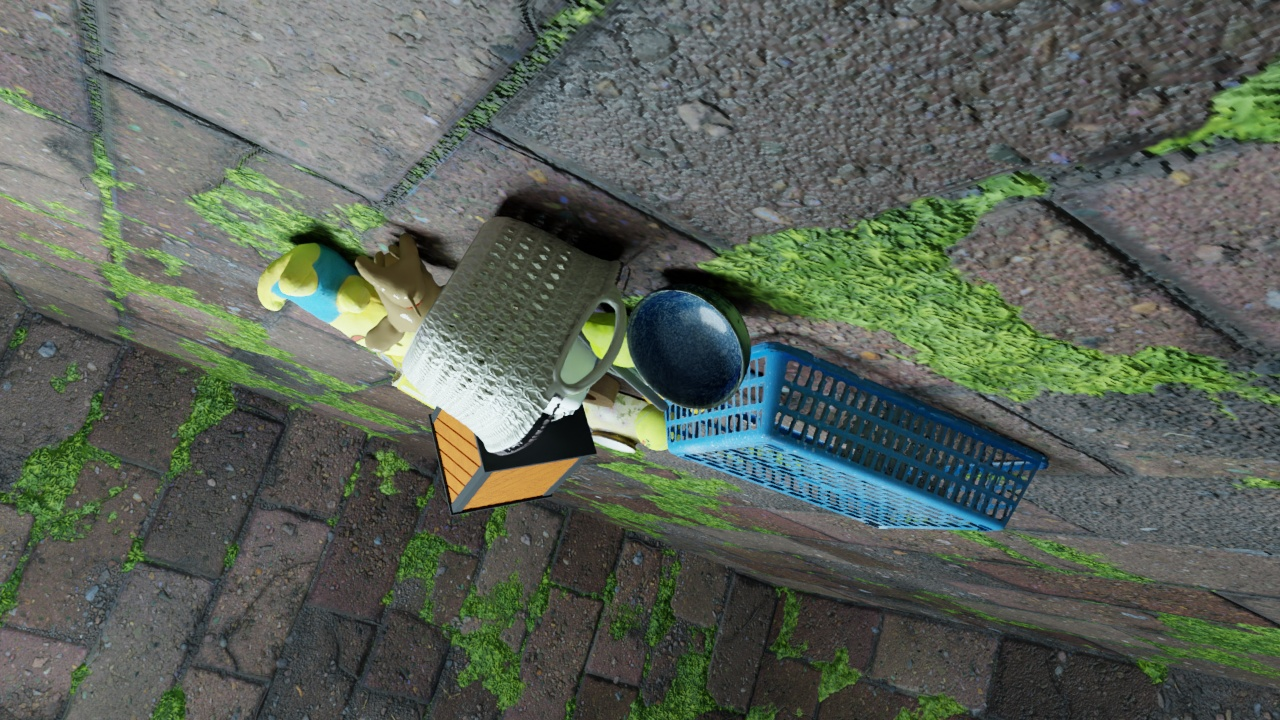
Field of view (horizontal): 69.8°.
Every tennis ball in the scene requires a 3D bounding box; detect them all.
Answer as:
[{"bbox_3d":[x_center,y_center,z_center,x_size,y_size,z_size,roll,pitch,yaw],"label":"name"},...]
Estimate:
[{"bbox_3d":[0.025,0.089,1.247,0.065,0.065,0.065,17,165,4],"label":"tennis ball"}]

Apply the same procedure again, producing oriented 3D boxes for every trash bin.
[{"bbox_3d":[-0.166,0.091,1.149,0.139,0.139,0.172,-7,158,-28],"label":"trash bin"}]

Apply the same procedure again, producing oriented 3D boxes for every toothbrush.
[{"bbox_3d":[-0.034,-0.001,0.994,0.167,0.012,0.013,41,169,-6],"label":"toothbrush"}]

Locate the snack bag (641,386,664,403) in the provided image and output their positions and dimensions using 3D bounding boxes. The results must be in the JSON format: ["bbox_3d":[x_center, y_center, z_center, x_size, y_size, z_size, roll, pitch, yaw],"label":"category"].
[{"bbox_3d":[0.027,0.040,1.128,0.020,0.026,0.099,58,162,-10],"label":"snack bag"}]

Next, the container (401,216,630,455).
[{"bbox_3d":[-0.117,-0.020,0.816,0.143,0.184,0.252,30,164,-12],"label":"container"}]

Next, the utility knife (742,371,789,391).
[{"bbox_3d":[0.080,0.007,0.990,0.175,0.015,0.031,16,168,1],"label":"utility knife"}]

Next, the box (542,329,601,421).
[{"bbox_3d":[-0.077,0.019,1.045,0.095,0.102,0.107,20,165,-15],"label":"box"}]

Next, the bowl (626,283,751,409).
[{"bbox_3d":[0.051,-0.020,0.806,0.114,0.060,0.114,16,123,27],"label":"bowl"}]

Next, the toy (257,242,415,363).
[{"bbox_3d":[-0.328,-0.067,1.068,0.213,0.084,0.149,26,163,-35],"label":"toy"}]

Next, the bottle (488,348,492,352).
[{"bbox_3d":[-0.177,0.040,1.303,0.068,0.067,0.157,8,163,32],"label":"bottle"}]

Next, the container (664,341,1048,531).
[{"bbox_3d":[0.212,0.100,0.991,0.362,0.089,0.258,21,163,-20],"label":"container"}]

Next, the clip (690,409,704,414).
[{"bbox_3d":[0.066,0.044,1.118,0.046,0.047,0.054,-5,170,-11],"label":"clip"}]

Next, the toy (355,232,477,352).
[{"bbox_3d":[-0.238,-0.073,0.931,0.105,0.134,0.108,59,172,12],"label":"toy"}]

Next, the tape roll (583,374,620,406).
[{"bbox_3d":[-0.076,0.033,1.235,0.094,0.027,0.094,17,165,4],"label":"tape roll"}]

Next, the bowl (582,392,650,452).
[{"bbox_3d":[-0.031,0.093,1.331,0.145,0.063,0.145,16,166,4],"label":"bowl"}]

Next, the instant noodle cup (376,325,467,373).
[{"bbox_3d":[-0.283,-0.011,1.207,0.112,0.100,0.100,20,167,22],"label":"instant noodle cup"}]

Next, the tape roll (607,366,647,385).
[{"bbox_3d":[-0.006,0.006,1.078,0.094,0.018,0.094,17,166,4],"label":"tape roll"}]

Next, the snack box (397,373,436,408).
[{"bbox_3d":[-0.260,0.054,1.266,0.148,0.040,0.029,32,122,-13],"label":"snack box"}]

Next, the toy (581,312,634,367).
[{"bbox_3d":[0.000,-0.017,0.940,0.118,0.043,0.092,10,159,13],"label":"toy"}]

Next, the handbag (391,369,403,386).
[{"bbox_3d":[-0.288,0.017,1.338,0.119,0.081,0.111,25,157,-19],"label":"handbag"}]
